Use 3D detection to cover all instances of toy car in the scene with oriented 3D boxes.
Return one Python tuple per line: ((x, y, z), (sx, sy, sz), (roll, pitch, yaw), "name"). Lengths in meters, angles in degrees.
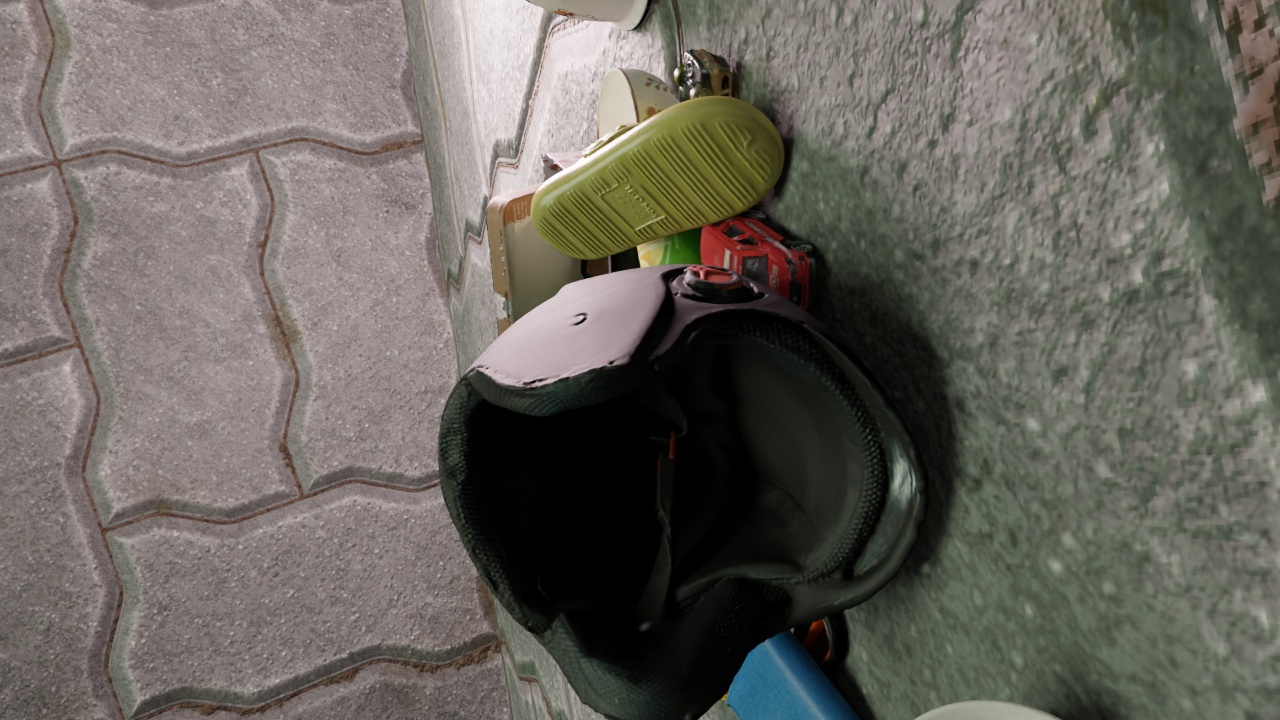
((0.077, -0.064, 0.618), (0.120, 0.045, 0.053), (-133, 37, -58), "toy car")
((0.047, -0.181, 0.675), (0.042, 0.035, 0.091), (-114, 17, -45), "toy car")

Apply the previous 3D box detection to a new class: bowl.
((0.163, 0.208, 0.409), (0.064, 0.118, 0.118), (20, -125, -64), "bowl")
((0.008, -0.182, 0.753), (0.114, 0.062, 0.113), (171, 90, -71), "bowl")

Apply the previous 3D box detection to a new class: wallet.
((0.112, 0.255, 0.631), (0.133, 0.040, 0.107), (50, 142, 40), "wallet")

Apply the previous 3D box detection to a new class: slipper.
((0.006, -0.136, 0.638), (0.091, 0.191, 0.081), (42, -139, -39), "slipper")

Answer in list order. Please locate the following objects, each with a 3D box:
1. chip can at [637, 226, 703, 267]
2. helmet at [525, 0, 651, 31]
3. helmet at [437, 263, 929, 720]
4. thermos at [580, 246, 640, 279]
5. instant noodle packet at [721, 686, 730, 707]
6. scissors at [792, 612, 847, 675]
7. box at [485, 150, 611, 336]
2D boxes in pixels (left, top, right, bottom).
((0.046, -0.008, 0.696), (0.073, 0.072, 0.221), (151, 110, -72), "chip can")
((-0.083, -0.421, 0.774), (0.230, 0.156, 0.274), (-141, 45, -66), "helmet")
((0.020, 0.055, 0.545), (0.229, 0.275, 0.234), (-74, -23, -63), "helmet")
((-0.002, -0.003, 0.801), (0.068, 0.090, 0.242), (179, 86, -81), "thermos")
((0.051, 0.204, 0.749), (0.111, 0.044, 0.128), (-170, 73, -69), "instant noodle packet")
((0.105, 0.222, 0.697), (0.225, 0.021, 0.220), (139, 122, -69), "scissors")
((-0.056, -0.092, 0.861), (0.271, 0.130, 0.179), (-64, -26, -65), "box")
